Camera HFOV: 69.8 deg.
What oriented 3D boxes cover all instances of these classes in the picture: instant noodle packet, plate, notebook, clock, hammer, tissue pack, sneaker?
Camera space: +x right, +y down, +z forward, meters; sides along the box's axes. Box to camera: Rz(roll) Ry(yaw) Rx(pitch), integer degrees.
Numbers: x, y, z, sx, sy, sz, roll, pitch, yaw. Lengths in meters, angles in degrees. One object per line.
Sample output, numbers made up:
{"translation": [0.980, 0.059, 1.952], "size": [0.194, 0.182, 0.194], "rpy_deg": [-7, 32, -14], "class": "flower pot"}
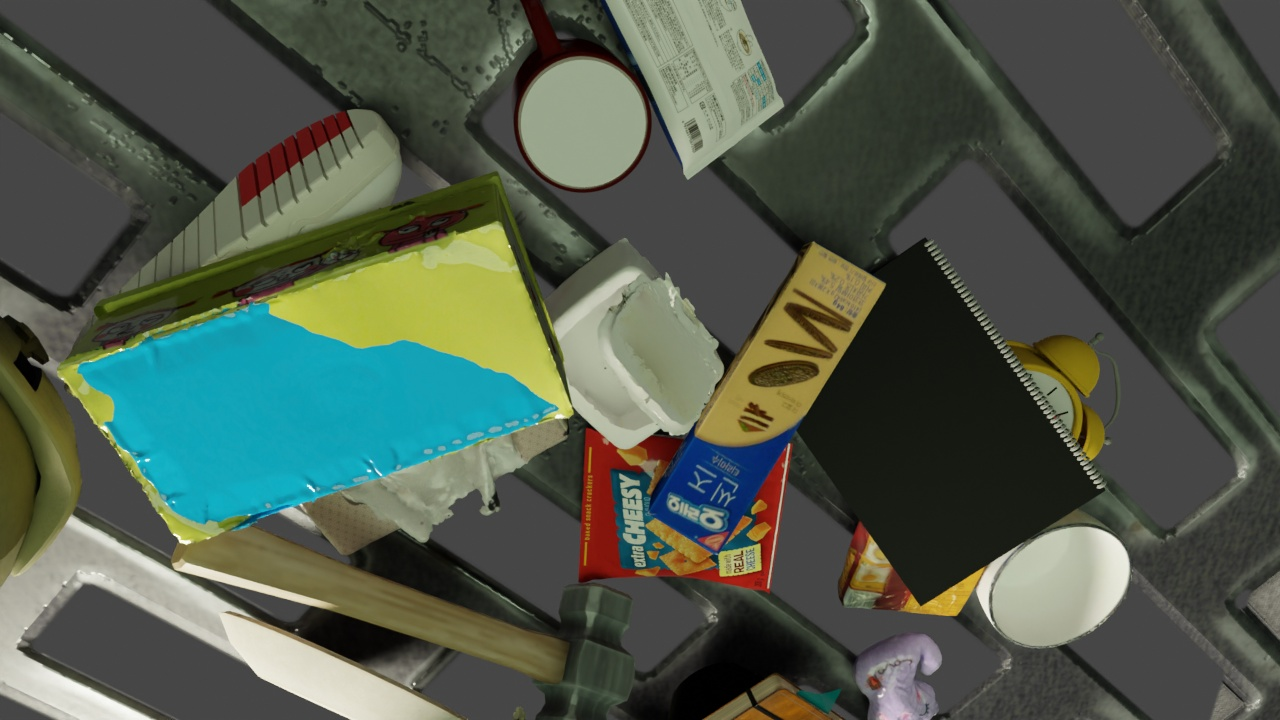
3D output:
{"translation": [0.207, 0.146, 0.691], "size": [0.098, 0.039, 0.136], "rpy_deg": [8, 130, 2], "class": "instant noodle packet"}
{"translation": [-0.201, 0.222, 0.619], "size": [0.188, 0.189, 0.027], "rpy_deg": [35, 61, -21], "class": "plate"}
{"translation": [0.194, 0.042, 0.627], "size": [0.149, 0.016, 0.206], "rpy_deg": [-35, 89, 8], "class": "notebook"}
{"translation": [0.273, 0.040, 0.667], "size": [0.152, 0.052, 0.114], "rpy_deg": [-17, 116, 3], "class": "clock"}
{"translation": [-0.135, 0.167, 0.592], "size": [0.322, 0.117, 0.051], "rpy_deg": [32, 146, -33], "class": "hammer"}
{"translation": [0.095, 0.324, 0.739], "size": [0.178, 0.014, 0.249], "rpy_deg": [-36, 135, 9], "class": "notebook"}
{"translation": [0.029, -0.184, 0.523], "size": [0.086, 0.026, 0.134], "rpy_deg": [-40, 118, -22], "class": "instant noodle packet"}
{"translation": [-0.141, 0.058, 0.605], "size": [0.181, 0.071, 0.104], "rpy_deg": [-28, 115, 0], "class": "tissue pack"}
{"translation": [-0.215, -0.040, 0.543], "size": [0.237, 0.090, 0.104], "rpy_deg": [-41, 130, 5], "class": "sneaker"}

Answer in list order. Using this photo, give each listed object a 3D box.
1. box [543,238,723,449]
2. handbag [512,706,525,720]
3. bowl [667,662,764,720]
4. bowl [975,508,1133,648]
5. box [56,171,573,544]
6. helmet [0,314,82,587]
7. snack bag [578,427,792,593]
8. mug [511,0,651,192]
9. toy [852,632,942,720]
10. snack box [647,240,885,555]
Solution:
{"translation": [-0.003, 0.005, 0.565], "size": [0.103, 0.130, 0.110], "rpy_deg": [-38, 116, 10], "class": "box"}
{"translation": [-0.132, 0.346, 0.636], "size": [0.132, 0.184, 0.229], "rpy_deg": [-22, 153, 4], "class": "handbag"}
{"translation": [0.063, 0.279, 0.734], "size": [0.124, 0.052, 0.124], "rpy_deg": [-14, 134, -15], "class": "bowl"}
{"translation": [0.311, 0.159, 0.717], "size": [0.116, 0.065, 0.116], "rpy_deg": [-3, 115, -7], "class": "bowl"}
{"translation": [-0.157, -0.001, 0.476], "size": [0.221, 0.082, 0.124], "rpy_deg": [-19, 120, 1], "class": "box"}
{"translation": [-0.408, 0.052, 0.442], "size": [0.233, 0.255, 0.250], "rpy_deg": [-19, 117, 4], "class": "helmet"}
{"translation": [0.030, 0.110, 0.666], "size": [0.144, 0.039, 0.131], "rpy_deg": [4, 114, -1], "class": "snack bag"}
{"translation": [-0.041, -0.154, 0.512], "size": [0.073, 0.082, 0.106], "rpy_deg": [-23, 116, 2], "class": "mug"}
{"translation": [0.221, 0.274, 0.773], "size": [0.080, 0.036, 0.100], "rpy_deg": [-27, 114, -1], "class": "toy"}
{"translation": [0.079, 0.024, 0.599], "size": [0.056, 0.057, 0.207], "rpy_deg": [31, 96, -1], "class": "snack box"}
